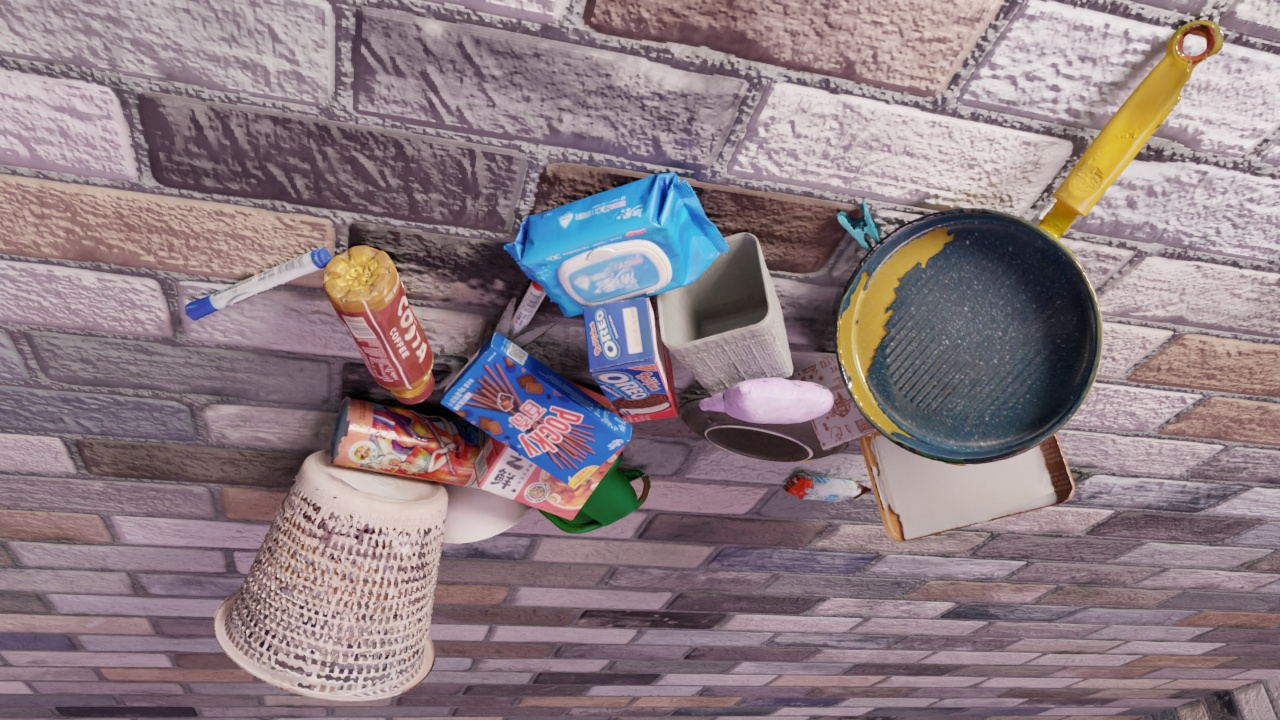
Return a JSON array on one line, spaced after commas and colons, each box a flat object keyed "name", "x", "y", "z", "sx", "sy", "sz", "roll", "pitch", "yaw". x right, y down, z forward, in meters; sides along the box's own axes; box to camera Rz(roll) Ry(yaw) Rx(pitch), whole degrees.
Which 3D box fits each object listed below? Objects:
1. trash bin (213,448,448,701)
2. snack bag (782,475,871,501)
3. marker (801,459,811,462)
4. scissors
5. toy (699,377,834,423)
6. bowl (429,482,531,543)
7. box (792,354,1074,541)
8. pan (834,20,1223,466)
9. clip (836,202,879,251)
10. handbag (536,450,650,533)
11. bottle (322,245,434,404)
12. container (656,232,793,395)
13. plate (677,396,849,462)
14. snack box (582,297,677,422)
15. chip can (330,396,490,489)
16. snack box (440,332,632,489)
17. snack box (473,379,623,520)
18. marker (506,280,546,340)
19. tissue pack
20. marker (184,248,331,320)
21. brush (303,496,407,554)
[{"name": "trash bin", "x": -0.297, "y": 0.205, "z": 0.947, "sx": 0.227, "sy": 0.227, "sz": 0.192, "roll": 15, "pitch": 100, "yaw": -27}, {"name": "snack bag", "x": 0.232, "y": 0.160, "z": 1.144, "sx": 0.104, "sy": 0.026, "sz": 0.048, "roll": 6, "pitch": 152, "yaw": -16}, {"name": "marker", "x": 0.165, "y": 0.083, "z": 1.030, "sx": 0.018, "sy": 0.015, "sz": 0.124, "roll": -21, "pitch": 141, "yaw": 21}, {"name": "scissors", "x": -0.141, "y": 0.002, "z": 0.844, "sx": 0.171, "sy": 0.014, "sz": 0.159, "roll": 2, "pitch": 137, "yaw": 17}, {"name": "toy", "x": 0.112, "y": 0.035, "z": 0.776, "sx": 0.108, "sy": 0.039, "sz": 0.084, "roll": 1, "pitch": 170, "yaw": -23}, {"name": "bowl", "x": -0.187, "y": 0.147, "z": 1.030, "sx": 0.118, "sy": 0.118, "sz": 0.065, "roll": -10, "pitch": 109, "yaw": 9}, {"name": "box", "x": 0.266, "y": 0.068, "z": 0.832, "sx": 0.183, "sy": 0.192, "sz": 0.156, "roll": -25, "pitch": 167, "yaw": 29}, {"name": "pan", "x": 0.287, "y": -0.079, "z": 0.677, "sx": 0.358, "sy": 0.198, "sz": 0.078, "roll": -56, "pitch": 158, "yaw": 21}, {"name": "clip", "x": 0.179, "y": -0.106, "z": 0.737, "sx": 0.049, "sy": 0.015, "sz": 0.057, "roll": -24, "pitch": 141, "yaw": 25}, {"name": "handbag", "x": -0.059, "y": 0.140, "z": 1.052, "sx": 0.120, "sy": 0.068, "sz": 0.131, "roll": -19, "pitch": 144, "yaw": 9}, {"name": "bottle", "x": -0.215, "y": -0.022, "z": 0.783, "sx": 0.057, "sy": 0.057, "sz": 0.175, "roll": -4, "pitch": 147, "yaw": 0}, {"name": "container", "x": 0.075, "y": -0.032, "z": 0.774, "sx": 0.090, "sy": 0.090, "sz": 0.114, "roll": -15, "pitch": 149, "yaw": 16}, {"name": "plate", "x": 0.124, "y": 0.079, "z": 0.952, "sx": 0.179, "sy": 0.024, "sz": 0.180, "roll": 13, "pitch": 162, "yaw": 4}, {"name": "snack box", "x": -0.005, "y": 0.005, "z": 0.801, "sx": 0.057, "sy": 0.058, "sz": 0.207, "roll": -7, "pitch": 164, "yaw": 5}, {"name": "chip can", "x": -0.205, "y": 0.092, "z": 0.950, "sx": 0.214, "sy": 0.071, "sz": 0.071, "roll": 14, "pitch": 143, "yaw": -25}, {"name": "snack box", "x": -0.094, "y": 0.049, "z": 0.839, "sx": 0.157, "sy": 0.026, "sz": 0.085, "roll": 36, "pitch": 121, "yaw": -19}, {"name": "snack box", "x": -0.086, "y": 0.085, "z": 0.916, "sx": 0.113, "sy": 0.044, "sz": 0.127, "roll": 24, "pitch": 109, "yaw": -28}, {"name": "marker", "x": -0.109, "y": -0.031, "z": 0.818, "sx": 0.017, "sy": 0.017, "sz": 0.146, "roll": 11, "pitch": 144, "yaw": -22}, {"name": "tissue pack", "x": -0.018, "y": -0.085, "z": 0.711, "sx": 0.157, "sy": 0.052, "sz": 0.095, "roll": -15, "pitch": 146, "yaw": 17}, {"name": "marker", "x": -0.312, "y": -0.062, "z": 0.748, "sx": 0.146, "sy": 0.016, "sz": 0.017, "roll": -18, "pitch": 145, "yaw": 20}, {"name": "brush", "x": -0.334, "y": 0.191, "z": 1.096, "sx": 0.069, "sy": 0.063, "sz": 0.146, "roll": -1, "pitch": 151, "yaw": 19}]
